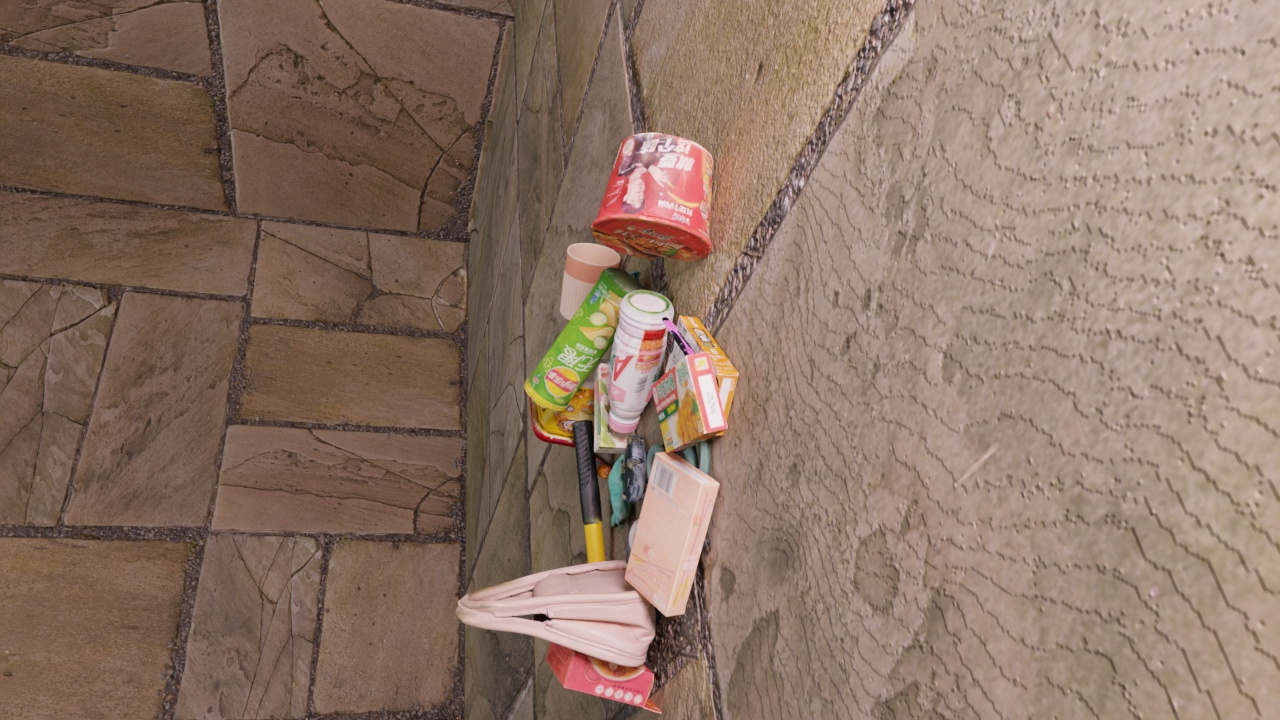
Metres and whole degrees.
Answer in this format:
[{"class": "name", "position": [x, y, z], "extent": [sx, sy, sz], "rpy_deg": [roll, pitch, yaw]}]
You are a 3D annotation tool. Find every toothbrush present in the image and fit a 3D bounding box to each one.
[{"class": "toothbrush", "position": [0.051, -0.008, 0.982], "extent": [0.189, 0.014, 0.018], "rpy_deg": [-121, 30, -62]}]

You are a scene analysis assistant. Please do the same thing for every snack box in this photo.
[{"class": "snack box", "position": [0.064, 0.014, 1.004], "extent": [0.153, 0.026, 0.075], "rpy_deg": [-119, 38, -61]}, {"class": "snack box", "position": [0.047, 0.046, 0.932], "extent": [0.156, 0.027, 0.077], "rpy_deg": [133, 126, -73]}, {"class": "snack box", "position": [0.032, 0.186, 0.992], "extent": [0.084, 0.026, 0.157], "rpy_deg": [30, 112, 50]}, {"class": "snack box", "position": [-0.040, 0.372, 1.107], "extent": [0.113, 0.127, 0.044], "rpy_deg": [176, 114, -73]}]

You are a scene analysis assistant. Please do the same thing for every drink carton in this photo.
[{"class": "drink carton", "position": [-0.037, 0.069, 1.283], "extent": [0.046, 0.053, 0.122], "rpy_deg": [130, 142, -66]}]

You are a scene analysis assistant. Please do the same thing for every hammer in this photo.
[{"class": "hammer", "position": [-0.070, 0.237, 1.339], "extent": [0.129, 0.032, 0.300], "rpy_deg": [139, 126, -68]}]

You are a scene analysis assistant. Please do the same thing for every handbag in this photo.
[{"class": "handbag", "position": [-0.103, 0.296, 1.100], "extent": [0.193, 0.234, 0.093], "rpy_deg": [160, 114, -83]}]

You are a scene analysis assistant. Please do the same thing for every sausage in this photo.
[{"class": "sausage", "position": [-0.071, 0.161, 1.428], "extent": [0.165, 0.021, 0.021], "rpy_deg": [-165, 80, -74]}]

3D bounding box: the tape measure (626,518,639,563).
[{"class": "tape measure", "position": [0.017, 0.213, 1.058], "extent": [0.066, 0.033, 0.066], "rpy_deg": [10, 96, 44]}]

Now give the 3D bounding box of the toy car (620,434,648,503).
[{"class": "toy car", "position": [-0.005, 0.140, 1.191], "extent": [0.120, 0.037, 0.054], "rpy_deg": [-101, 20, -69]}]

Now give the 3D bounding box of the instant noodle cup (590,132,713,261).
[{"class": "instant noodle cup", "position": [0.020, -0.185, 1.034], "extent": [0.138, 0.138, 0.108], "rpy_deg": [156, 126, -72]}]

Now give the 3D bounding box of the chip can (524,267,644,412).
[{"class": "chip can", "position": [-0.077, -0.030, 1.288], "extent": [0.222, 0.072, 0.072], "rpy_deg": [-53, 29, 21]}]

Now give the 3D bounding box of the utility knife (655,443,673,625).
[{"class": "utility knife", "position": [0.028, 0.207, 1.092], "extent": [0.033, 0.015, 0.216], "rpy_deg": [168, 105, -76]}]

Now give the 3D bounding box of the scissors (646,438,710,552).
[{"class": "scissors", "position": [0.042, 0.146, 1.033], "extent": [0.171, 0.019, 0.177], "rpy_deg": [-28, 63, 59]}]

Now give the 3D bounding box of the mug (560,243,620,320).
[{"class": "mug", "position": [-0.070, -0.112, 1.422], "extent": [0.114, 0.081, 0.106], "rpy_deg": [35, 125, 37]}]

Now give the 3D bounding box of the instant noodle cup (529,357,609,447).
[{"class": "instant noodle cup", "position": [-0.101, 0.058, 1.421], "extent": [0.124, 0.116, 0.116], "rpy_deg": [-57, 31, 37]}]

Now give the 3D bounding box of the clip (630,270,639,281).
[{"class": "clip", "position": [-0.013, -0.110, 1.323], "extent": [0.057, 0.014, 0.047], "rpy_deg": [126, 147, -59]}]

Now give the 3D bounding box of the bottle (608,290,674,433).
[{"class": "bottle", "position": [-0.007, 0.007, 1.183], "extent": [0.068, 0.068, 0.197], "rpy_deg": [-107, 23, -52]}]

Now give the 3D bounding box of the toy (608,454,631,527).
[{"class": "toy", "position": [-0.030, 0.189, 1.270], "extent": [0.097, 0.030, 0.091], "rpy_deg": [107, 163, -53]}]
